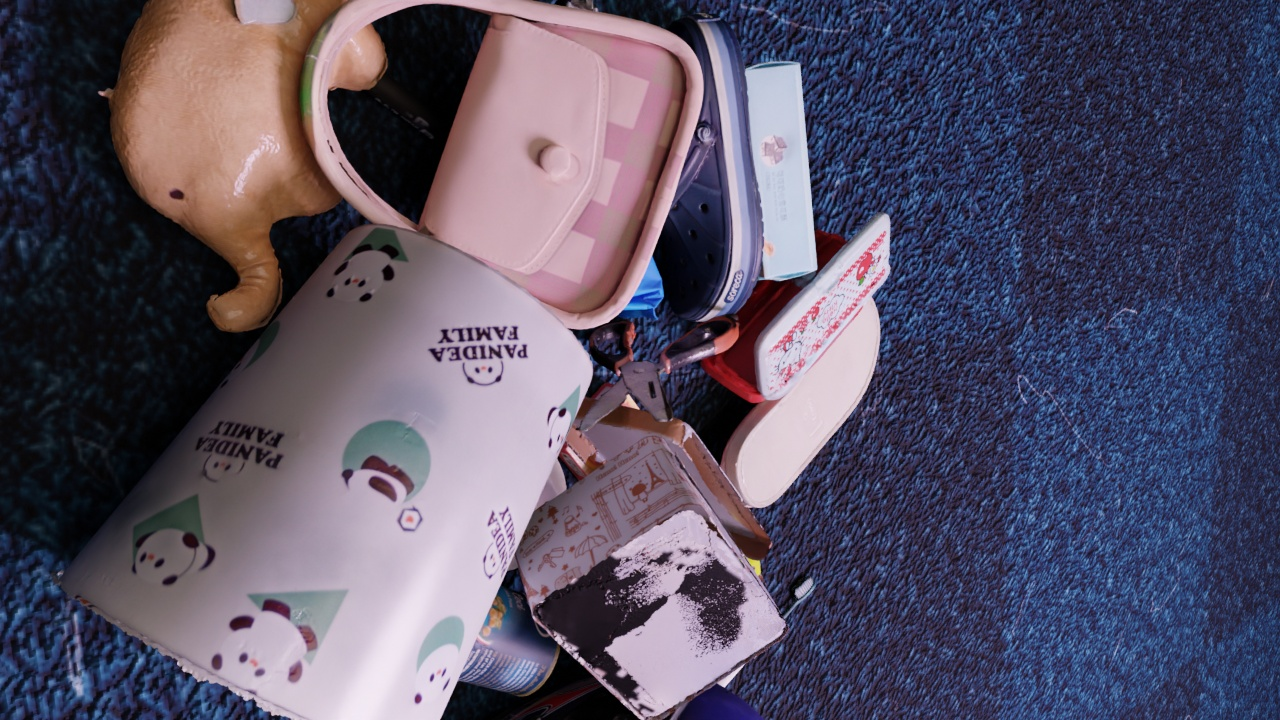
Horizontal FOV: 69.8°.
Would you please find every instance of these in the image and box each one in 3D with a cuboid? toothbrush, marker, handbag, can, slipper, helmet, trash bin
[{"bbox_3d":[0.116,0.281,0.924,0.191,0.016,0.018,-38,107,-28],"label":"toothbrush"},{"bbox_3d":[-0.151,-0.172,0.652,0.132,0.020,0.022,33,59,-36],"label":"marker"},{"bbox_3d":[-0.090,-0.139,0.571,0.234,0.093,0.193,18,96,-21],"label":"handbag"},{"bbox_3d":[-0.125,0.203,0.688,0.111,0.075,0.075,30,78,-36],"label":"can"},{"bbox_3d":[0.153,0.031,0.891,0.273,0.054,0.114,-50,126,-29],"label":"slipper"},{"bbox_3d":[0.039,-0.148,0.747,0.095,0.105,0.253,-7,107,-16],"label":"slipper"},{"bbox_3d":[-0.013,0.381,0.698,0.314,0.241,0.247,-19,106,-34],"label":"helmet"},{"bbox_3d":[-0.164,0.072,0.556,0.229,0.230,0.251,43,65,-33],"label":"trash bin"}]

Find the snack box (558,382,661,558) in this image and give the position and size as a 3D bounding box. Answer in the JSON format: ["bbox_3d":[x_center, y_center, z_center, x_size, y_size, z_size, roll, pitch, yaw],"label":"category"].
[{"bbox_3d":[-0.008,0.098,0.796,0.075,0.025,0.153,-48,122,-23],"label":"snack box"}]

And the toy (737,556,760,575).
[{"bbox_3d":[0.092,0.217,0.868,0.097,0.031,0.100,62,40,-51],"label":"toy"}]

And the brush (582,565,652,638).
[{"bbox_3d":[0.000,0.225,0.801,0.073,0.063,0.145,-40,122,8],"label":"brush"}]

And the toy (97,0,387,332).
[{"bbox_3d":[-0.243,-0.134,0.549,0.143,0.083,0.226,18,87,-29],"label":"toy"}]

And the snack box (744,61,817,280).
[{"bbox_3d":[0.104,-0.158,0.775,0.051,0.074,0.175,-11,104,-13],"label":"snack box"}]

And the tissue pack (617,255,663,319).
[{"bbox_3d":[-0.043,-0.096,0.699,0.052,0.095,0.157,-37,119,-26],"label":"tissue pack"}]

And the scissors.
[{"bbox_3d":[0.005,0.001,0.686,0.225,0.189,0.015,-25,114,-36],"label":"scissors"}]

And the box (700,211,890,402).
[{"bbox_3d":[0.147,-0.059,0.829,0.201,0.095,0.102,-45,159,-25],"label":"box"}]

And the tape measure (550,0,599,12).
[{"bbox_3d":[-0.059,-0.232,0.684,0.033,0.066,0.066,-2,95,-33],"label":"tape measure"}]

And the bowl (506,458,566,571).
[{"bbox_3d":[-0.103,0.108,0.698,0.116,0.066,0.116,-5,99,-37],"label":"bowl"}]

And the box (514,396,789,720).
[{"bbox_3d":[-0.002,0.119,0.675,0.154,0.184,0.183,-34,127,-1],"label":"box"}]
